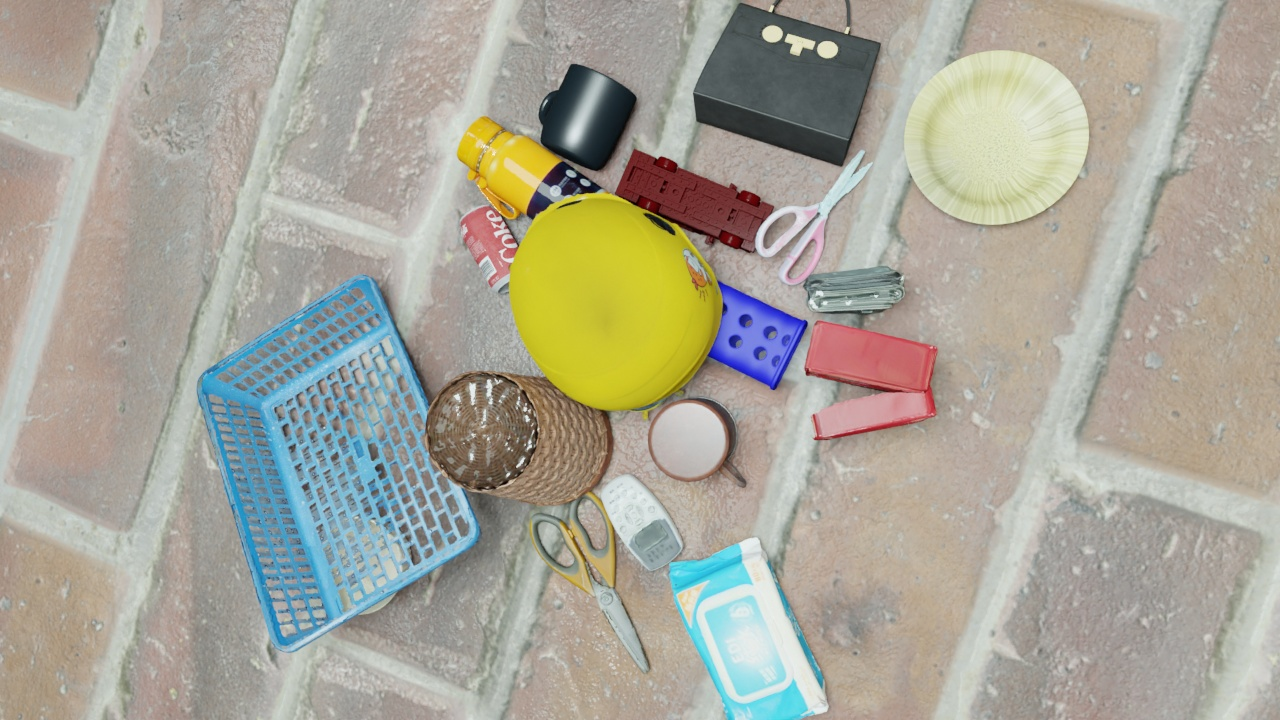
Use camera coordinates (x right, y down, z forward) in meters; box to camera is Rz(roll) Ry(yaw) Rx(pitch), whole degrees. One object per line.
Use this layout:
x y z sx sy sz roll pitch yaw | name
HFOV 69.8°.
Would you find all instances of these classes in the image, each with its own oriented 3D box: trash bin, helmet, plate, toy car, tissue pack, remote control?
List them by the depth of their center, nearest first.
-0.039 -0.058 0.922 0.209 0.139 0.240 -43 91 12 | helmet
-0.127 0.086 0.987 0.151 0.210 0.151 -1 84 13 | trash bin
0.379 -0.236 0.990 0.184 0.036 0.184 0 89 11 | plate
0.118 0.306 1.020 0.117 0.066 0.209 -24 83 9 | tissue pack
0.062 -0.177 1.036 0.170 0.062 0.070 24 94 10 | toy car
0.001 0.185 1.060 0.060 0.028 0.114 -35 84 9 | remote control

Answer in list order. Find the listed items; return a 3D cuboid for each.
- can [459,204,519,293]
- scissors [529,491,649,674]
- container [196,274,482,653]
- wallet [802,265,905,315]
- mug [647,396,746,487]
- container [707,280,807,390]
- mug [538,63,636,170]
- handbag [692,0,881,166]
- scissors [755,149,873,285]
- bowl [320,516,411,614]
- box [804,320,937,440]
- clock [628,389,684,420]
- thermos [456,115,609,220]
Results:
-0.172 -0.132 1.085 0.054 0.054 0.096 -31 84 9 | can
-0.056 0.269 1.075 0.114 0.016 0.229 -24 84 8 | scissors
-0.336 0.113 1.047 0.257 0.089 0.362 -31 66 6 | container
0.224 -0.073 0.970 0.100 0.131 0.054 -8 91 11 | wallet
0.070 0.097 1.010 0.123 0.110 0.096 42 101 9 | mug
0.115 -0.030 1.014 0.113 0.085 0.084 27 94 11 | container
-0.075 -0.282 1.060 0.122 0.085 0.094 29 95 38 | mug
0.177 -0.344 1.027 0.176 0.072 0.195 20 82 10 | handbag
0.192 -0.173 1.009 0.101 0.016 0.178 34 92 -34 | scissors
-0.328 0.241 1.104 0.115 0.062 0.115 0 89 11 | bowl
0.236 0.014 0.956 0.137 0.157 0.126 -7 83 9 | box
-0.006 0.006 1.049 0.083 0.057 0.118 -36 83 9 | clock
-0.105 -0.184 1.050 0.232 0.076 0.091 35 95 3 | thermos
